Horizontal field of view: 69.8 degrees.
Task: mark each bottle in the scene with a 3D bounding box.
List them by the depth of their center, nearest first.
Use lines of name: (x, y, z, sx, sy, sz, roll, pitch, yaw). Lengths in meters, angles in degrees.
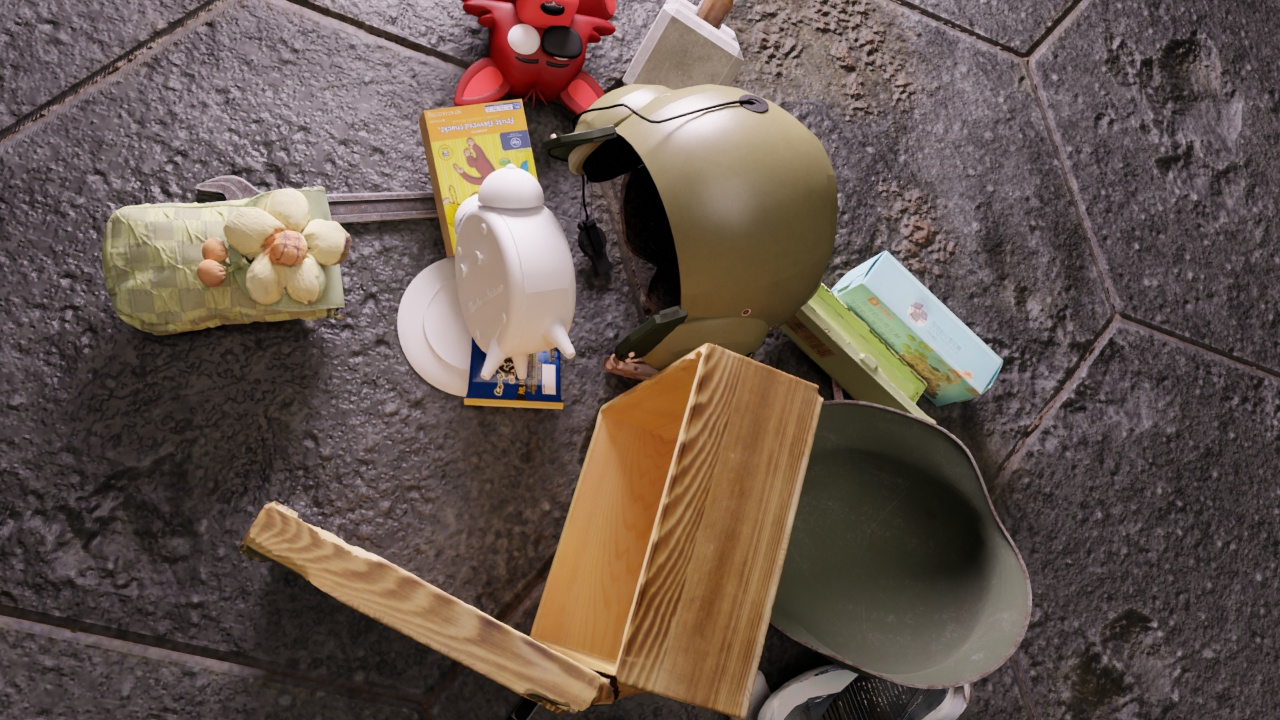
bottle: (0.114, 0.347, 0.825, 0.044, 0.044, 0.136, -21, 85, -21)

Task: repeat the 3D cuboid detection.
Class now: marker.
marker: (-0.129, 0.336, 0.764, 0.016, 0.016, 0.140, 41, 69, -6)
marker: (0.201, 0.020, 0.943, 0.012, 0.013, 0.142, -2, 79, -19)

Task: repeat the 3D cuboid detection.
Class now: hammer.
hammer: (0.102, -0.376, 0.827, 0.083, 0.162, 0.318, 30, 114, -10)

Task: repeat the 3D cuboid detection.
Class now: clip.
clip: (-0.007, 0.006, 0.875, 0.061, 0.049, 0.025, 18, 66, -56)

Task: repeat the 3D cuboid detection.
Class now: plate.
plate: (-0.152, -0.034, 0.839, 0.134, 0.011, 0.134, 4, 77, -17)

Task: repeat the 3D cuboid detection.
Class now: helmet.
helmet: (0.048, -0.110, 0.779, 0.232, 0.256, 0.250, -18, 84, -19)
helmet: (0.205, 0.183, 0.813, 0.226, 0.154, 0.268, -42, 55, -16)

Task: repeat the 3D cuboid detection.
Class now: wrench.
wrench: (-0.261, -0.137, 0.827, 0.273, 0.010, 0.070, -6, 81, -19)

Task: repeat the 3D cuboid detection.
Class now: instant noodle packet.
instant noodle packet: (-0.112, -0.024, 0.828, 0.087, 0.026, 0.134, 3, 77, -14)

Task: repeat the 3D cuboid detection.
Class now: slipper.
slipper: (0.204, 0.322, 0.853, 0.263, 0.063, 0.111, -12, 81, -33)

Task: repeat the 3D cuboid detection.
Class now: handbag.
handbag: (-0.326, -0.078, 0.731, 0.186, 0.117, 0.113, -10, 96, -20)

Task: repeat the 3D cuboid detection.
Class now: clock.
clock: (-0.112, -0.068, 0.751, 0.072, 0.126, 0.161, -11, 85, -30)

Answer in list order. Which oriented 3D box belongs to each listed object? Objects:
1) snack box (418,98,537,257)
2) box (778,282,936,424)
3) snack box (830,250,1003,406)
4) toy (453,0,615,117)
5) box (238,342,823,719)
snack box: (-0.143, -0.165, 0.835, 0.088, 0.040, 0.126, -13, 97, -19)
box: (0.216, -0.014, 0.905, 0.188, 0.098, 0.082, 43, 69, -10)
snack box: (0.281, -0.030, 0.945, 0.174, 0.075, 0.053, 41, 68, -6)
toy: (-0.096, -0.332, 0.872, 0.158, 0.121, 0.197, 3, 86, -20)
box: (-0.099, 0.123, 0.683, 0.336, 0.280, 0.286, 20, 73, -15)
